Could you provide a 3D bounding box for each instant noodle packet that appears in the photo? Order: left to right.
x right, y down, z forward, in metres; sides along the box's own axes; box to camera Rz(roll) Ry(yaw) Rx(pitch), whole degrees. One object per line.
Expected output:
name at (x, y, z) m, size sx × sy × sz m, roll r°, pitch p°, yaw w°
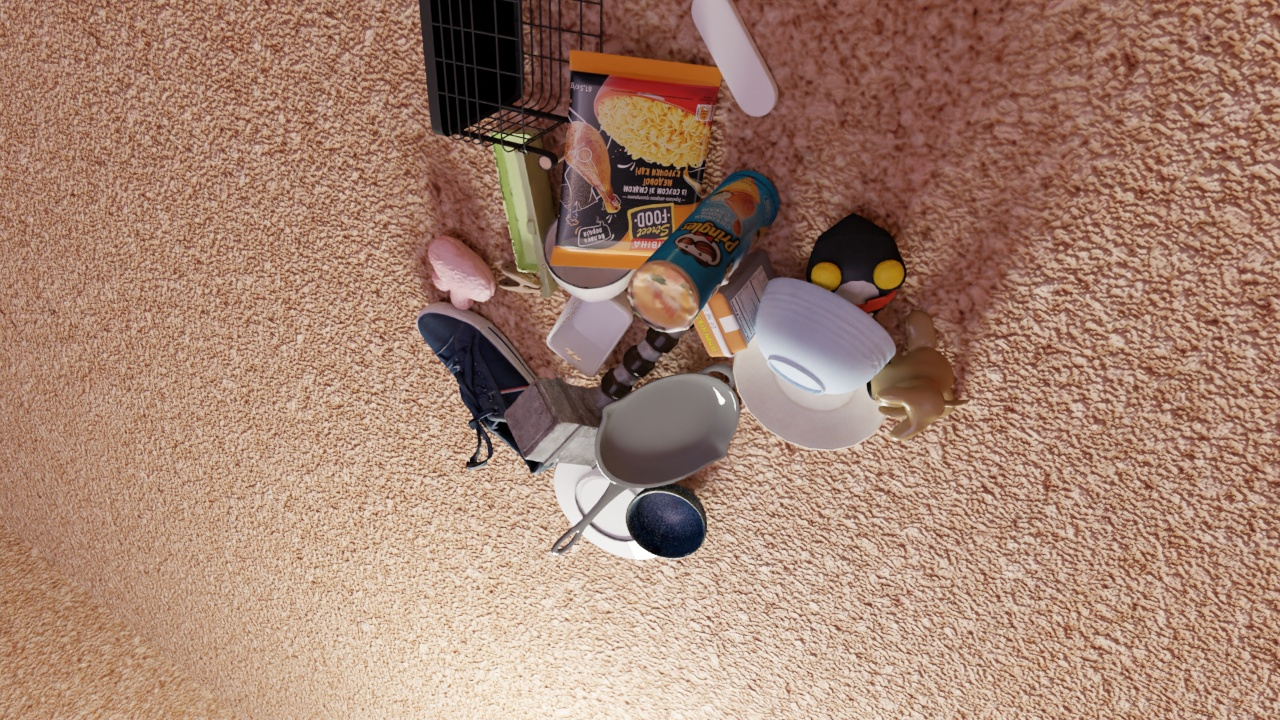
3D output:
instant noodle packet at (-0.005, -0.202, 0.966) m, size 0.159 × 0.032 × 0.221 m, roll 1°, pitch 112°, yaw -16°

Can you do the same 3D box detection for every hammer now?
hammer at (-0.007, 0.007, 1.134) m, size 0.327 × 0.176 × 0.079 m, roll -46°, pitch 56°, yaw 23°

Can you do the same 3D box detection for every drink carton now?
drink carton at (0.106, -0.065, 1.010) m, size 0.049 × 0.124 × 0.076 m, roll -14°, pitch 112°, yaw 36°

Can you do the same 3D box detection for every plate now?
plate at (-0.041, 0.217, 1.361) m, size 0.209 × 0.015 × 0.209 m, roll 16°, pitch 127°, yaw 22°
plate at (0.201, 0.021, 1.075) m, size 0.189 × 0.027 × 0.189 m, roll 16°, pitch 127°, yaw 22°

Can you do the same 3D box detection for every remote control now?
remote control at (0.096, -0.310, 0.927) m, size 0.043 × 0.013 × 0.136 m, roll -20°, pitch 108°, yaw 38°

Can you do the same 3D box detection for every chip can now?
chip can at (0.069, -0.115, 0.930) m, size 0.080 × 0.228 × 0.080 m, roll 17°, pitch 130°, yaw 21°

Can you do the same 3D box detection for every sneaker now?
sneaker at (-0.224, 0.049, 1.288) m, size 0.294 × 0.127 × 0.121 m, roll 47°, pitch 131°, yaw -2°

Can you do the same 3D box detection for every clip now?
clip at (-0.159, -0.111, 1.208) m, size 0.061 × 0.024 × 0.041 m, roll 9°, pitch 127°, yaw 14°

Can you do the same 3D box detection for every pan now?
pan at (-0.007, 0.129, 1.174) m, size 0.216 × 0.024 × 0.355 m, roll 25°, pitch 115°, yaw -38°

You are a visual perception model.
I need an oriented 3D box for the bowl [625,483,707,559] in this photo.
bowl at (0.041, 0.213, 1.274) m, size 0.114 × 0.060 × 0.114 m, roll 7°, pitch 117°, yaw 14°

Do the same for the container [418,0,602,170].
container at (-0.121, -0.337, 0.938) m, size 0.130 × 0.162 × 0.242 m, roll 18°, pitch 128°, yaw 20°

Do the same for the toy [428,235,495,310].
toy at (-0.246, -0.113, 1.242) m, size 0.108 × 0.053 × 0.105 m, roll 43°, pitch 143°, yaw -1°

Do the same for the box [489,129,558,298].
box at (-0.129, -0.183, 1.118) m, size 0.130 × 0.064 × 0.188 m, roll -132°, pitch 29°, yaw -58°

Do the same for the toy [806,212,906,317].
toy at (0.221, -0.086, 0.951) m, size 0.097 × 0.099 × 0.119 m, roll -1°, pitch 145°, yaw 10°

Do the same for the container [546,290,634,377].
container at (-0.057, -0.048, 1.169) m, size 0.081 × 0.049 × 0.130 m, roll 39°, pitch 132°, yaw 3°

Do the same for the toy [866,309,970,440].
toy at (0.291, 0.030, 0.969) m, size 0.106 × 0.108 × 0.134 m, roll -14°, pitch 113°, yaw 22°

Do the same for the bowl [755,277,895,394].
bowl at (0.178, -0.013, 0.946) m, size 0.150 × 0.074 × 0.151 m, roll 31°, pitch 169°, yaw 6°

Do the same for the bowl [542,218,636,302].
bowl at (-0.054, -0.120, 1.084) m, size 0.116 × 0.116 × 0.066 m, roll 27°, pitch 161°, yaw 13°
